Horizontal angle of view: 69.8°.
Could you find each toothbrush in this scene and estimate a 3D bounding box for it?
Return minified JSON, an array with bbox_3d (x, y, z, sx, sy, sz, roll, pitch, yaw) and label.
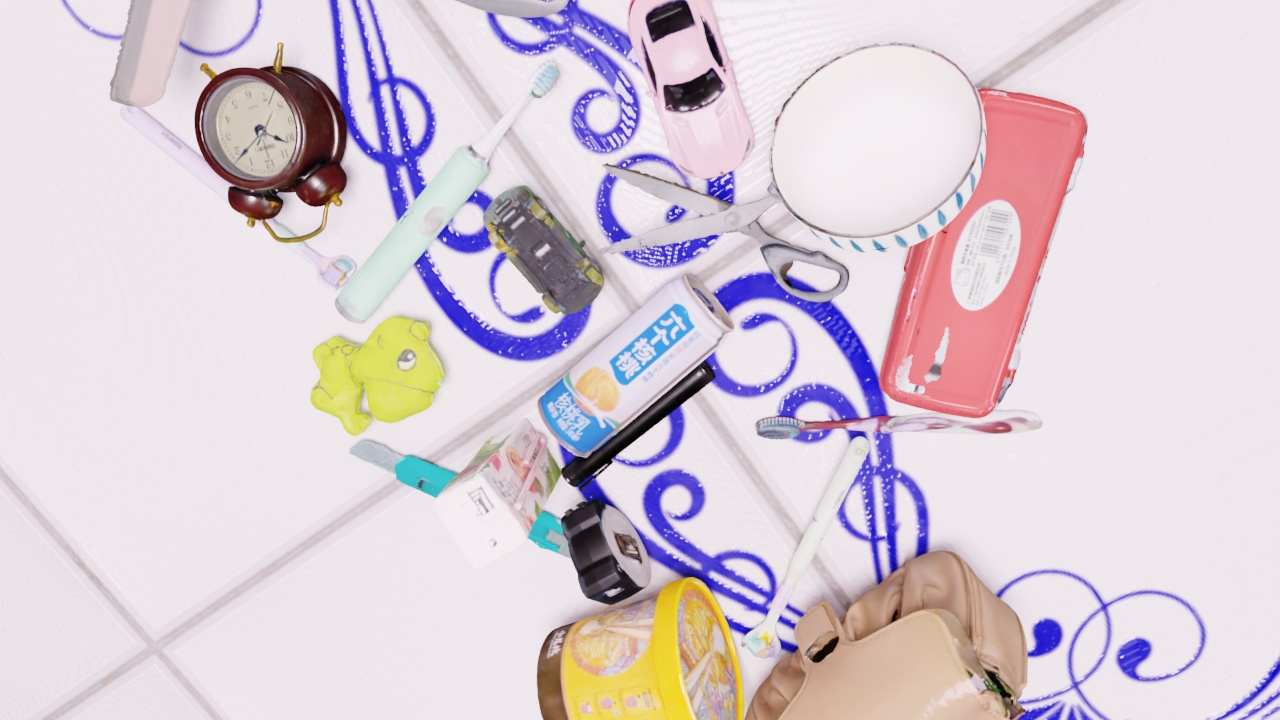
[{"bbox_3d":[0.171,0.044,0.615,0.188,0.017,0.016,-1,106,9],"label":"toothbrush"},{"bbox_3d":[-0.278,-0.114,0.629,0.189,0.029,0.021,38,145,-3],"label":"toothbrush"},{"bbox_3d":[-0.128,-0.109,0.606,0.225,0.027,0.026,-46,133,17],"label":"toothbrush"},{"bbox_3d":[0.117,0.134,0.642,0.029,0.020,0.190,19,112,-3],"label":"toothbrush"}]

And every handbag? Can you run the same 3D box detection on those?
[{"bbox_3d":[0.151,0.217,0.600,0.100,0.147,0.205,43,103,-8],"label":"handbag"}]

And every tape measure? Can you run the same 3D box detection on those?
[{"bbox_3d":[-0.022,0.135,0.642,0.034,0.066,0.065,-30,60,15],"label":"tape measure"}]

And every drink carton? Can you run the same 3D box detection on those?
[{"bbox_3d":[-0.089,0.083,0.608,0.045,0.122,0.053,-30,98,13],"label":"drink carton"}]

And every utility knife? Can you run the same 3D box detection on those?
[{"bbox_3d":[-0.128,0.101,0.674,0.187,0.013,0.029,24,108,0],"label":"utility knife"}]

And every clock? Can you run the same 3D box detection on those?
[{"bbox_3d":[-0.236,-0.137,0.597,0.082,0.055,0.122,-11,102,10],"label":"clock"}]

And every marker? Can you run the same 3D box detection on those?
[{"bbox_3d":[-0.002,0.045,0.637,0.132,0.020,0.022,-40,82,17],"label":"marker"}]

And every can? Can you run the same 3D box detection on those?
[{"bbox_3d":[-0.004,0.004,0.608,0.135,0.053,0.053,-41,97,16],"label":"can"}]

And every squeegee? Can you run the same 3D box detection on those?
[{"bbox_3d":[-0.166,-0.246,0.563,0.249,0.040,0.247,12,88,-4],"label":"squeegee"}]

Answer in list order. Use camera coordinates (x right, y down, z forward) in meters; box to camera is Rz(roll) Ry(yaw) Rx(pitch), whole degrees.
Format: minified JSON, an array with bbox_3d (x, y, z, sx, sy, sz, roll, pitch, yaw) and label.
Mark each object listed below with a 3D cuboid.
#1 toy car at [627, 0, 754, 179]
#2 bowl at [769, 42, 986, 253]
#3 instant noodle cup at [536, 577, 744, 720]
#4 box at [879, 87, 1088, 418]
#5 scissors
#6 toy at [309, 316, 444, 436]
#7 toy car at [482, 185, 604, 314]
[{"bbox_3d":[0.031,-0.171,0.562,0.056,0.037,0.122,-18,104,14],"label":"toy car"},{"bbox_3d":[0.138,-0.112,0.525,0.117,0.066,0.116,-8,71,25],"label":"bowl"},{"bbox_3d":[-0.001,0.224,0.644,0.115,0.118,0.118,-19,103,20],"label":"instant noodle cup"},{"bbox_3d":[0.211,-0.063,0.571,0.086,0.046,0.201,12,107,4],"label":"box"},{"bbox_3d":[0.064,-0.089,0.573,0.159,0.014,0.178,-45,109,6],"label":"scissors"},{"bbox_3d":[-0.184,0.012,0.647,0.100,0.031,0.097,13,107,8],"label":"toy"},{"bbox_3d":[-0.062,-0.073,0.602,0.043,0.036,0.091,-37,97,15],"label":"toy car"}]
